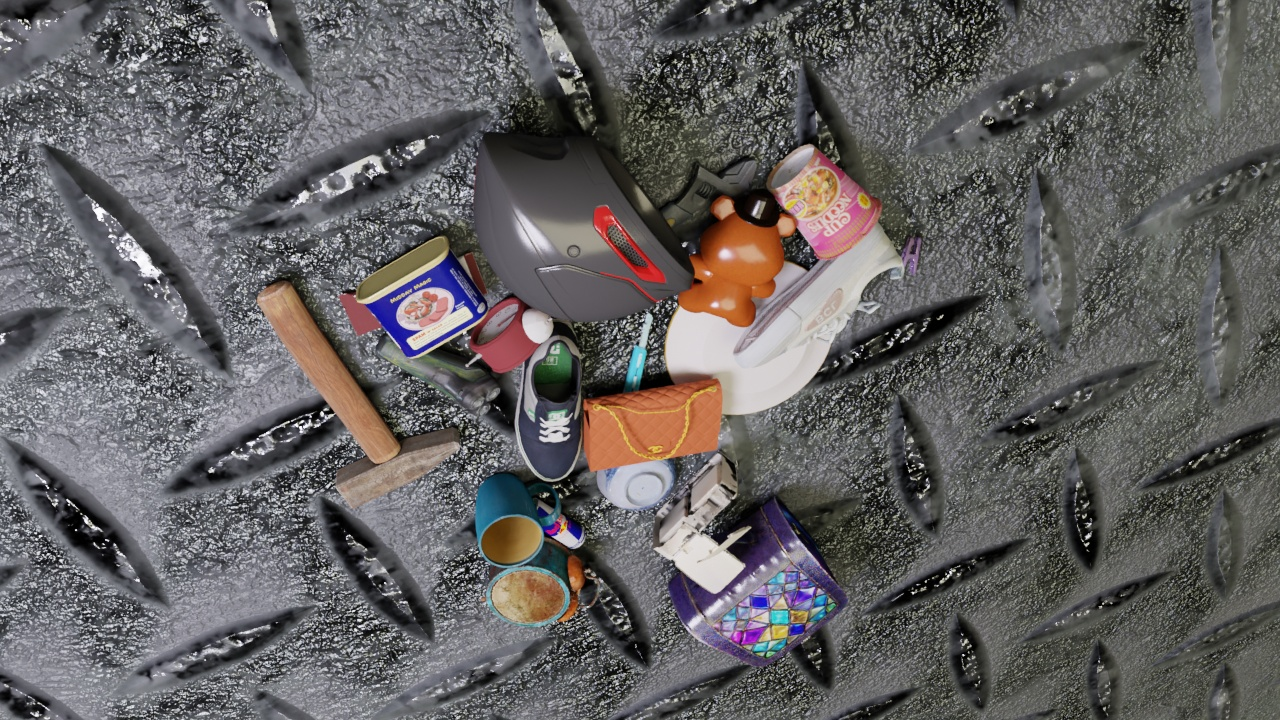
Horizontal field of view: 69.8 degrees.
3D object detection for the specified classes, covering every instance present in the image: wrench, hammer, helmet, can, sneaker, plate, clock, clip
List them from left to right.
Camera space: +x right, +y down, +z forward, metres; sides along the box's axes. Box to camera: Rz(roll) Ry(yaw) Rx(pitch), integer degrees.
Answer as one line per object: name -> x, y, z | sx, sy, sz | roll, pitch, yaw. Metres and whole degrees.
hammer -> -0.345, 0.032, 1.077 | 0.158, 0.037, 0.301 | -25, 123, 1
can -> -0.239, -0.068, 1.018 | 0.116, 0.056, 0.092 | -29, 123, 4
clock -> -0.145, -0.037, 1.060 | 0.125, 0.087, 0.044 | -36, 122, 12
clock -> -0.134, 0.305, 1.270 | 0.157, 0.073, 0.121 | 12, 120, -7
sneaker -> -0.109, 0.064, 1.133 | 0.084, 0.079, 0.236 | -5, 121, -13
can -> -0.117, 0.223, 1.253 | 0.032, 0.032, 0.095 | -44, 121, 12
helmet -> -0.078, -0.134, 0.972 | 0.170, 0.164, 0.265 | -34, 118, 14
wrench -> 0.019, -0.154, 1.071 | 0.273, 0.022, 0.073 | -36, 129, 7
plate -> 0.145, -0.023, 1.182 | 0.229, 0.021, 0.230 | -6, 121, -11
sneaker -> 0.222, -0.061, 1.112 | 0.242, 0.089, 0.091 | -43, 101, -5
clip -> 0.344, -0.134, 1.174 | 0.035, 0.013, 0.052 | -4, 118, -14

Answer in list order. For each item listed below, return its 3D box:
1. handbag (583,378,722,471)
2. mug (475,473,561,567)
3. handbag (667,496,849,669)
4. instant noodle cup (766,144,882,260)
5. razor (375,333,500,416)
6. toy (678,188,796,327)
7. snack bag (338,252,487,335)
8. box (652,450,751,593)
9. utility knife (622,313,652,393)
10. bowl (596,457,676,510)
handbag -> 0.017, 0.082, 1.171 | 0.171, 0.060, 0.109 | -9, 134, -12
mug -> -0.159, 0.196, 1.183 | 0.112, 0.104, 0.084 | -18, 123, -7
handbag -> 0.165, 0.317, 1.327 | 0.205, 0.125, 0.222 | -41, 124, 11
instant noodle cup -> 0.207, -0.188, 1.063 | 0.098, 0.097, 0.108 | -44, 113, 12
razor -> -0.239, 0.014, 1.080 | 0.151, 0.067, 0.054 | 29, 106, -19
toy -> 0.114, -0.116, 1.072 | 0.112, 0.096, 0.176 | 18, 132, -7
snack bag -> -0.259, -0.076, 1.049 | 0.158, 0.013, 0.057 | -19, 124, -3
box -> 0.100, 0.237, 1.208 | 0.106, 0.192, 0.144 | 37, 112, -11
utility knife -> -0.007, 0.007, 1.163 | 0.022, 0.015, 0.152 | 2, 119, -18
bowl -> 0.000, 0.163, 1.240 | 0.114, 0.045, 0.114 | -6, 121, -11
